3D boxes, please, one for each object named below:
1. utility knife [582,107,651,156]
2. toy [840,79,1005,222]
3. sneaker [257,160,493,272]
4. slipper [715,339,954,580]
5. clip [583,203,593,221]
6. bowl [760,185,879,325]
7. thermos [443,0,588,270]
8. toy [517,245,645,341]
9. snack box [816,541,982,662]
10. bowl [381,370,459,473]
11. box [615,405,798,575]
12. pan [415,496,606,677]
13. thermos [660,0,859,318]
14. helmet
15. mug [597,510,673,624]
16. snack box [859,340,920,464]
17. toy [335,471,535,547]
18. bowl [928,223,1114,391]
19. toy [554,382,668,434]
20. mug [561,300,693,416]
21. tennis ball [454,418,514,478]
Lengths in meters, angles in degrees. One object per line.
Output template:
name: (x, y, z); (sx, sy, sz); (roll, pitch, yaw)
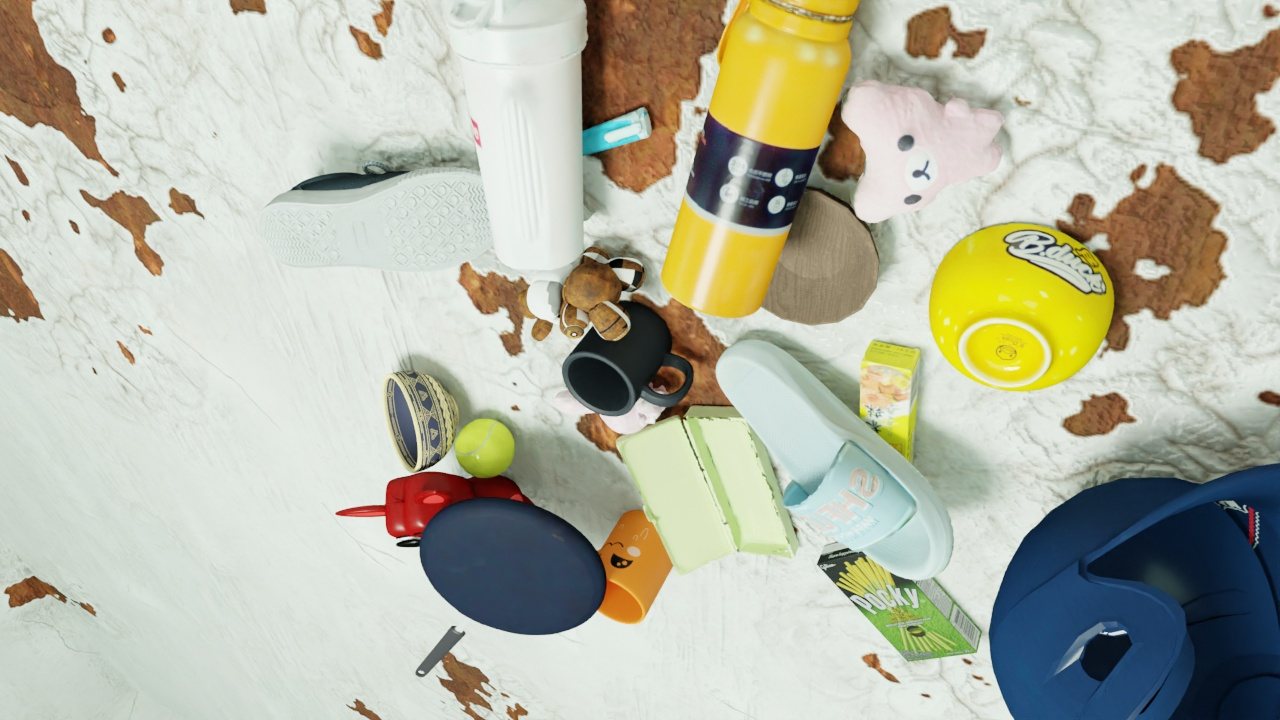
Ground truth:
utility knife: (-0.042, -0.172, 0.715); (0.124, 0.015, 0.022); (-4, 120, 39)
toy: (0.178, -0.133, 0.577); (0.096, 0.052, 0.099); (-2, 131, 19)
sneaker: (-0.225, -0.134, 0.823); (0.236, 0.087, 0.089); (-3, 121, 8)
slipper: (0.145, 0.087, 0.750); (0.245, 0.074, 0.104); (47, 150, 11)
clip: (-0.090, -0.146, 0.763); (0.054, 0.040, 0.101); (-31, 113, 32)
bowl: (0.121, -0.082, 0.676); (0.118, 0.030, 0.118); (19, 135, 19)
thermos: (-0.083, -0.174, 0.668); (0.099, 0.099, 0.221); (16, 132, 21)
toy: (-0.057, -0.055, 0.784); (0.067, 0.087, 0.113); (33, 152, -33)
snack box: (0.248, 0.228, 0.882); (0.147, 0.025, 0.080); (47, 137, -13)
bowl: (-0.237, 0.062, 1.016); (0.112, 0.061, 0.112); (32, 129, 50)
box: (0.069, 0.127, 0.893); (0.141, 0.047, 0.188); (-16, 122, 15)
pan: (-0.174, 0.268, 0.991); (0.198, 0.021, 0.358); (32, 127, -11)
thermos: (0.070, -0.146, 0.590); (0.091, 0.076, 0.233); (28, 126, 18)
helmet: (0.370, 0.176, 0.622); (0.232, 0.222, 0.273); (36, 110, -16)
mug: (-0.022, 0.227, 1.007); (0.113, 0.095, 0.077); (-13, 120, 41)
snack box: (0.201, 0.052, 0.747); (0.040, 0.028, 0.148); (12, 133, 26)
toy: (-0.211, 0.179, 1.024); (0.159, 0.120, 0.197); (-13, 159, 32)
bowl: (0.249, -0.025, 0.616); (0.117, 0.067, 0.117); (19, 136, 19)
toy: (-0.023, 0.037, 0.858); (0.110, 0.063, 0.047); (14, 136, 27)
mug: (-0.005, 0.005, 0.804); (0.105, 0.077, 0.071); (24, 137, 13)
tennis ball: (-0.171, 0.097, 1.009); (0.065, 0.065, 0.065); (18, 136, 19)
